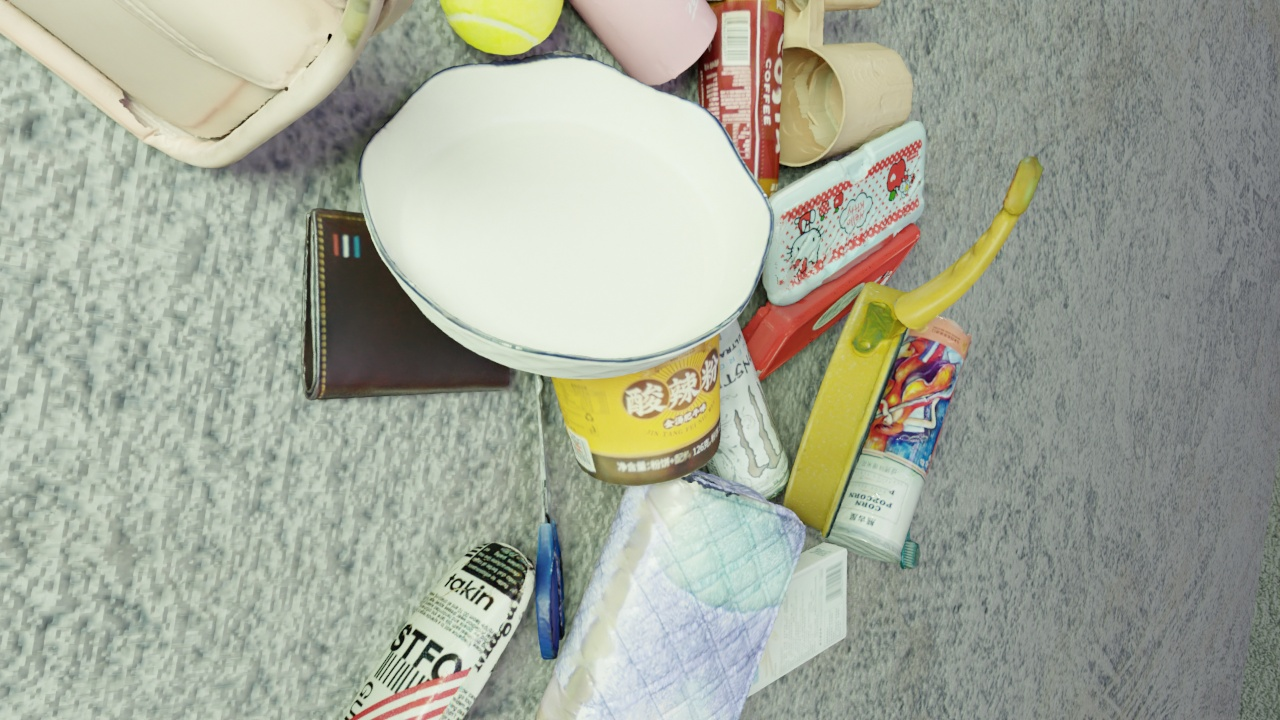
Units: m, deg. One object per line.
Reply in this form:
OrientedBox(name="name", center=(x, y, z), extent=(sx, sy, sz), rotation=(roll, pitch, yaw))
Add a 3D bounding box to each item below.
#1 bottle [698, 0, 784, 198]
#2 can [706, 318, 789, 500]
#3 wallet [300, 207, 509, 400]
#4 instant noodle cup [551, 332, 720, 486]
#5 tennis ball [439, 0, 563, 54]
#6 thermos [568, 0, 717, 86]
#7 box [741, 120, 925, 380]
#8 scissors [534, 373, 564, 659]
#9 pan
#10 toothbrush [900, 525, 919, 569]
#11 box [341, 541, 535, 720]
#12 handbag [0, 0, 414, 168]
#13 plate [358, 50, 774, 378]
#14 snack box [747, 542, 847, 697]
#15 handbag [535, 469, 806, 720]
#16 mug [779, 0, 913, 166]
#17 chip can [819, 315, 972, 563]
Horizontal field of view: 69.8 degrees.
OrientedBox(name="bottle", center=(0.067, -0.165, 0.629), extent=(0.057, 0.058, 0.175), rotation=(-7, 101, -44))
OrientedBox(name="can", center=(0.059, 0.031, 0.650), extent=(0.058, 0.058, 0.147), rotation=(-42, 123, -32))
OrientedBox(name="wallet", center=(-0.122, -0.029, 0.494), extent=(0.122, 0.020, 0.096), rotation=(-2, 97, -46))
OrientedBox(name="instant noodle cup", center=(-0.003, 0.003, 0.551), extent=(0.118, 0.119, 0.114), rotation=(-30, 124, -38))
OrientedBox(name="tennis ball", center=(-0.073, -0.195, 0.482), extent=(0.065, 0.066, 0.065), rotation=(-8, 101, -43))
OrientedBox(name="thermos", center=(-0.034, -0.255, 0.518), extent=(0.198, 0.067, 0.087), rotation=(43, 45, -38))
OrientedBox(name="box", center=(0.148, -0.081, 0.685), extent=(0.200, 0.058, 0.161), rotation=(-33, 145, -36))
OrientedBox(name="scissors", center=(-0.057, 0.094, 0.565), extent=(0.133, 0.012, 0.172), rotation=(86, 1, -60))
OrientedBox(name="pan", center=(0.176, -0.006, 0.628), extent=(0.358, 0.078, 0.197), rotation=(90, 25, -53))
OrientedBox(name="toothbrush", center=(0.271, 0.111, 0.896), extent=(0.016, 0.018, 0.191), rotation=(1, 95, -44))
OrientedBox(name="box", center=(-0.116, 0.169, 0.497), extent=(0.163, 0.069, 0.052), rotation=(-57, 139, -26))
OrientedBox(name="handbag", center=(-0.158, -0.154, 0.286), extent=(0.193, 0.235, 0.093), rotation=(41, 69, -40))
OrientedBox(name="plate", center=(-0.036, -0.075, 0.471), extent=(0.204, 0.205, 0.046), rotation=(-40, 162, -33))
OrientedBox(name="snack box", center=(0.117, 0.212, 0.755), extent=(0.156, 0.027, 0.085), rotation=(-11, 104, -43))
OrientedBox(name="handbag", center=(0.020, 0.168, 0.605), extent=(0.134, 0.076, 0.194), rotation=(23, 88, -37))
OrientedBox(name="mug", center=(0.141, -0.211, 0.673), extent=(0.103, 0.084, 0.125), rotation=(-22, 119, -43))
OrientedBox(name="chip can", center=(0.228, 0.065, 0.810), extent=(0.071, 0.071, 0.214), rotation=(37, 70, -41))
